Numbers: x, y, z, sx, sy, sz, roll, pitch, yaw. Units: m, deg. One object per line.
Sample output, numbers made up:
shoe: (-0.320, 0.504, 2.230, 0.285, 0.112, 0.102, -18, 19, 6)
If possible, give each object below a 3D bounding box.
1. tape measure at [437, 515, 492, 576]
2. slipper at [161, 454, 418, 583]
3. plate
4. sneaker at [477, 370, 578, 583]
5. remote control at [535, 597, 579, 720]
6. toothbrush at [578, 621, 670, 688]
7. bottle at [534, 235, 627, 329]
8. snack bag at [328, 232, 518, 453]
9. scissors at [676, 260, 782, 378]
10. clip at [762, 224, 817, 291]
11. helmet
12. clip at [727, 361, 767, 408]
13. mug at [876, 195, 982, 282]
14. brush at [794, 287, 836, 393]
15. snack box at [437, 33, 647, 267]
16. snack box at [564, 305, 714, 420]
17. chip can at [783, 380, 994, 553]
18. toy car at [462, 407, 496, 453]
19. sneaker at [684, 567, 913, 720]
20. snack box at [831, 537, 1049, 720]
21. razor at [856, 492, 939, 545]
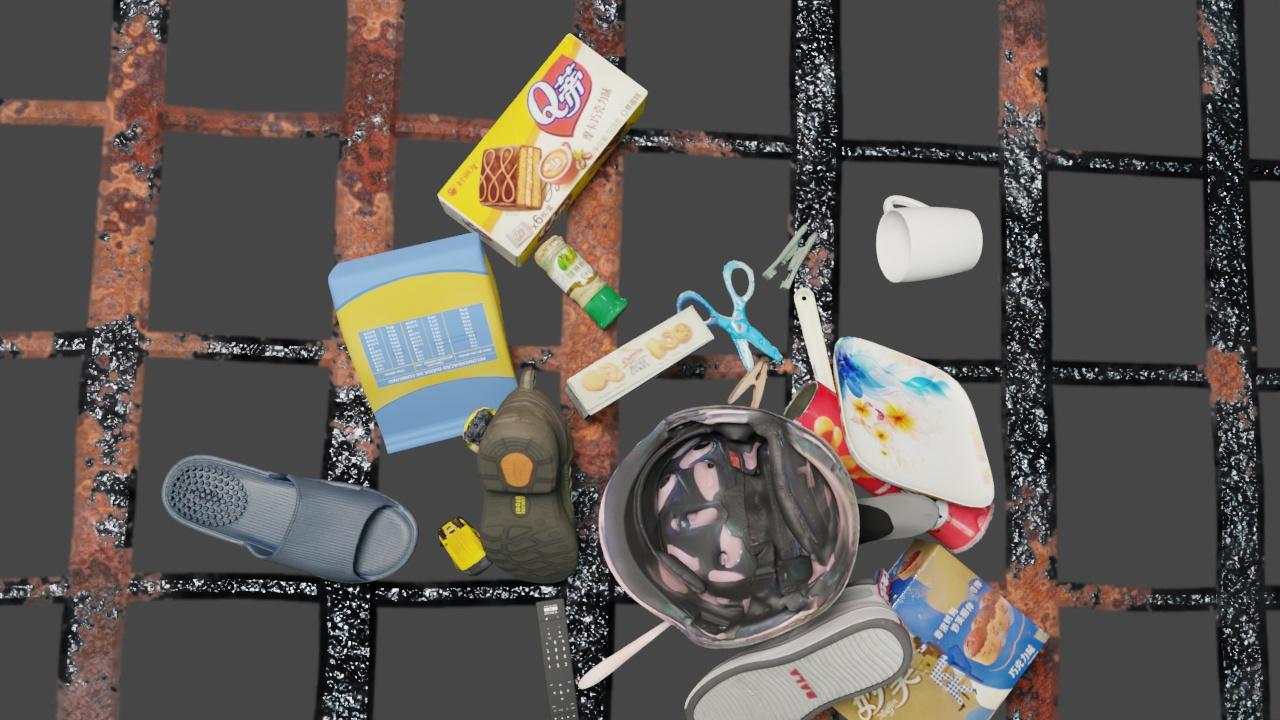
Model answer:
tape measure: (-0.181, 0.193, 0.945, 0.037, 0.066, 0.064, -37, 90, -11)
slipper: (-0.360, 0.162, 0.925, 0.263, 0.082, 0.101, 16, 86, -3)
plate: (0.281, 0.066, 0.963, 0.187, 0.016, 0.186, 19, 46, -18)
sneaker: (-0.113, 0.111, 0.926, 0.101, 0.238, 0.142, 0, 42, 1)
remote control: (-0.087, 0.323, 0.970, 0.030, 0.009, 0.140, -7, 86, -6)
toothbrush: (0.010, 0.295, 0.978, 0.181, 0.018, 0.015, -34, 88, -6)
bottle: (-0.064, -0.085, 0.993, 0.111, 0.043, 0.043, 45, 83, 1)
snack bag: (-0.216, -0.014, 0.953, 0.159, 0.102, 0.205, -14, 109, -6)
scissors: (0.096, -0.036, 1.019, 0.114, 0.013, 0.140, -16, 89, -6)
clip: (0.163, -0.120, 1.026, 0.049, 0.023, 0.078, 23, 85, -4)
helmet: (0.093, 0.155, 0.925, 0.256, 0.152, 0.230, -18, 85, 17)
clip: (0.116, 0.028, 1.004, 0.039, 0.024, 0.060, 12, 93, -3)
mug: (0.315, -0.143, 1.020, 0.087, 0.081, 0.114, -6, 54, -12)
brush: (0.206, 0.024, 1.022, 0.033, 0.012, 0.217, -13, 86, -5)
snack box: (-0.105, -0.226, 0.991, 0.110, 0.062, 0.230, 37, 83, -1)
snack box: (-0.006, 0.005, 0.937, 0.144, 0.145, 0.042, -32, 88, -8)
chip can: (0.259, 0.111, 0.975, 0.233, 0.073, 0.073, 34, 83, -5)
toy car: (-0.137, 0.091, 0.972, 0.107, 0.030, 0.049, 35, 84, -19)
sneaker: (0.156, 0.301, 0.943, 0.264, 0.128, 0.097, -37, 97, 23)
snack box: (0.302, 0.318, 0.975, 0.155, 0.069, 0.202, 40, 83, 0)
razor: (0.241, 0.165, 0.946, 0.060, 0.157, 0.057, -17, 85, -49)
